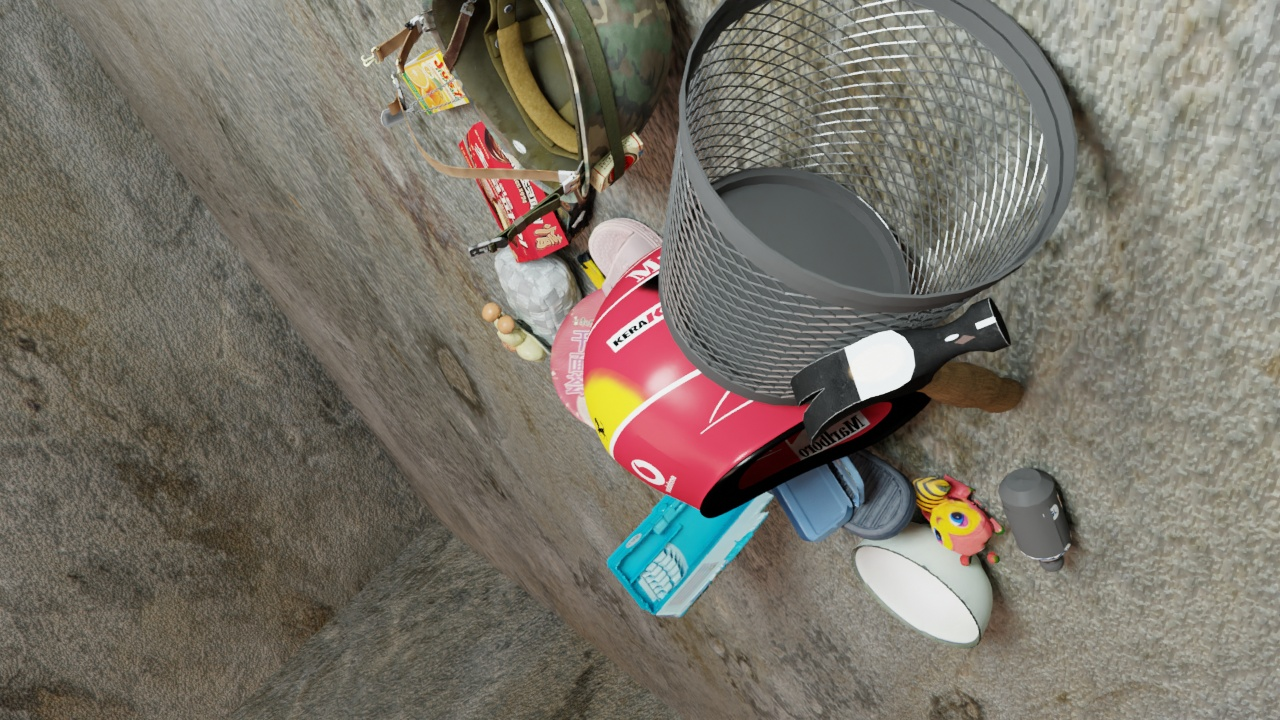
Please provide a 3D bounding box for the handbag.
[{"bbox_3d":[-0.139,-0.071,1.175,0.112,0.123,0.172,41,163,25],"label":"handbag"}]

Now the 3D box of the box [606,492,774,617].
[{"bbox_3d":[0.084,0.212,1.131,0.097,0.226,0.117,55,156,-22],"label":"box"}]

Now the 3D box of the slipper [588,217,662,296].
[{"bbox_3d":[0.018,-0.056,0.959,0.239,0.064,0.094,48,143,18],"label":"slipper"}]

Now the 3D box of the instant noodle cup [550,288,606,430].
[{"bbox_3d":[-0.006,0.006,1.041,0.178,0.178,0.078,37,172,20],"label":"instant noodle cup"}]

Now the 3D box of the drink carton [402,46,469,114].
[{"bbox_3d":[-0.211,-0.311,1.002,0.123,0.041,0.058,9,138,54],"label":"drink carton"}]

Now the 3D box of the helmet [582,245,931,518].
[{"bbox_3d":[0.080,-0.004,0.794,0.224,0.270,0.198,60,161,22],"label":"helmet"}]

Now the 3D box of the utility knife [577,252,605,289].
[{"bbox_3d":[-0.010,-0.043,1.146,0.227,0.019,0.030,52,166,-21],"label":"utility knife"}]

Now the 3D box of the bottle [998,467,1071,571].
[{"bbox_3d":[0.348,0.142,0.802,0.047,0.046,0.112,13,142,52],"label":"bottle"}]

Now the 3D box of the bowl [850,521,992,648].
[{"bbox_3d":[0.308,0.228,0.978,0.153,0.072,0.154,36,156,19],"label":"bowl"}]

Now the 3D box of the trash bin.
[{"bbox_3d":[0.118,-0.093,0.599,0.218,0.217,0.228,42,161,9],"label":"trash bin"}]

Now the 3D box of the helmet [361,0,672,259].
[{"bbox_3d":[-0.087,-0.209,0.704,0.192,0.235,0.225,46,147,11],"label":"helmet"}]

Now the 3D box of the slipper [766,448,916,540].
[{"bbox_3d":[0.188,0.116,0.981,0.264,0.101,0.082,26,175,46],"label":"slipper"}]

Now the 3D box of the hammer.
[{"bbox_3d":[0.205,0.017,0.615,0.133,0.305,0.040,-25,72,28],"label":"hammer"}]

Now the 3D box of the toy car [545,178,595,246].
[{"bbox_3d":[-0.080,-0.171,1.004,0.047,0.047,0.112,37,156,8],"label":"toy car"}]

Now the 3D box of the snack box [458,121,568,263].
[{"bbox_3d":[-0.145,-0.188,1.025,0.152,0.035,0.133,64,166,-11],"label":"snack box"}]

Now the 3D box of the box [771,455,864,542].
[{"bbox_3d":[0.154,0.072,0.925,0.209,0.047,0.122,60,143,33],"label":"box"}]

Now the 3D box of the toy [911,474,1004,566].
[{"bbox_3d":[0.305,0.152,0.895,0.103,0.046,0.084,50,163,-2],"label":"toy"}]
